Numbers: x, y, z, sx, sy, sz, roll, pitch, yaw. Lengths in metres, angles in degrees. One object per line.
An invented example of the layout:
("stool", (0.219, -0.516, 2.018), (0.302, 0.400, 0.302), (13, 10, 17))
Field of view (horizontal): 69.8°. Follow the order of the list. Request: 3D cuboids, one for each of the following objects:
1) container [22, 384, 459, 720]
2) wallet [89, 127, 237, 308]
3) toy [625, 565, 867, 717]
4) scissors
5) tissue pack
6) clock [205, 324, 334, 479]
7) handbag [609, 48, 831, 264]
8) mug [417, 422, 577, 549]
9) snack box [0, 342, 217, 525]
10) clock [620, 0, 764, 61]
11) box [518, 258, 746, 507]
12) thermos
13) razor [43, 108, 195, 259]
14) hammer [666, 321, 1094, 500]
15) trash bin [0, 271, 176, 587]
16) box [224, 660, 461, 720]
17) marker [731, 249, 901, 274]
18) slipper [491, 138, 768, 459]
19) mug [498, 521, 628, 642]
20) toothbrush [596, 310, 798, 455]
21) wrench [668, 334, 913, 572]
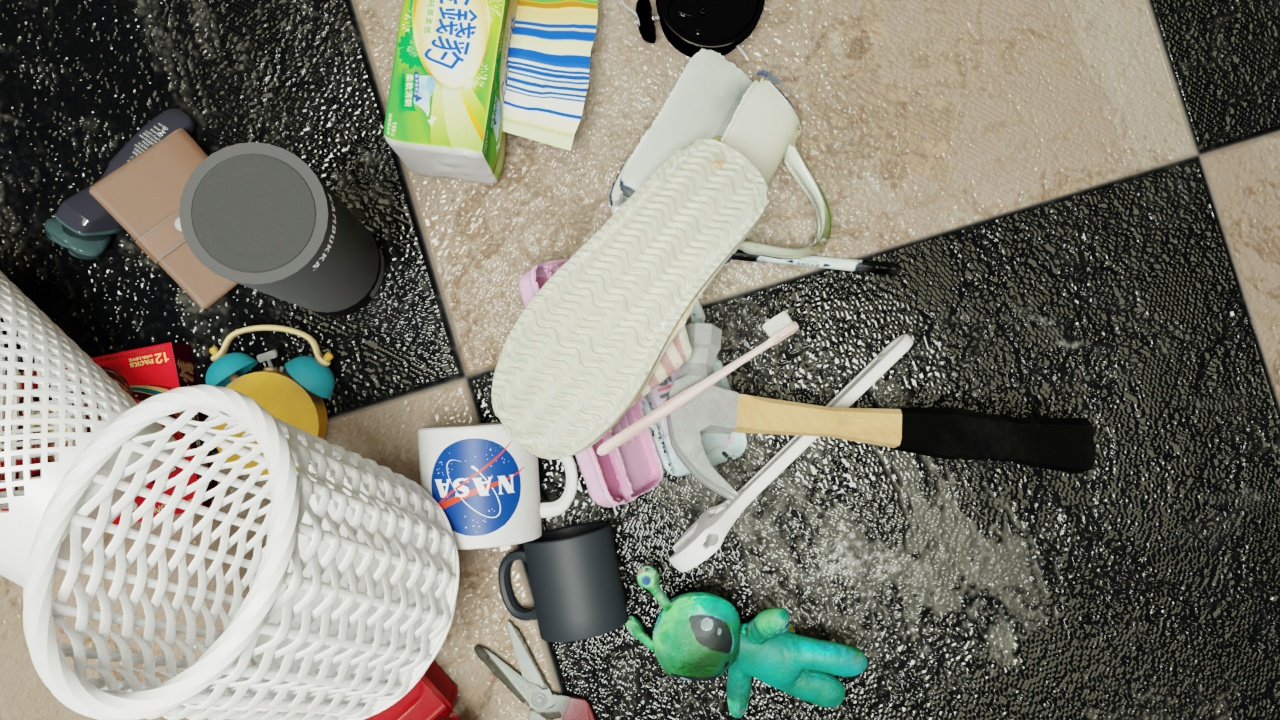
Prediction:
("container", (-0.244, 0.136, 0.594), (0.190, 0.187, 0.189), (-8, 65, 19))
("wallet", (-0.356, -0.112, 0.727), (0.087, 0.013, 0.121), (-45, 105, -21))
("toy", (0.080, 0.226, 0.736), (0.193, 0.072, 0.131), (17, 122, -3))
("scissors", (-0.058, 0.311, 0.751), (0.185, 0.015, 0.179), (8, 87, -2))
("tissue pack", (-0.109, -0.241, 0.723), (0.141, 0.120, 0.197), (8, 93, -2))
("clock", (-0.297, 0.036, 0.736), (0.099, 0.043, 0.129), (2, 95, -3))
("handbag", (0.083, -0.146, 0.739), (0.176, 0.074, 0.151), (32, 78, -7))
("mug", (-0.110, 0.094, 0.718), (0.121, 0.091, 0.090), (-3, 88, -4))
("snack box", (-0.429, 0.067, 0.729), (0.152, 0.036, 0.132), (-12, 89, -3))
("clock", (0.044, -0.301, 0.764), (0.120, 0.042, 0.091), (18, 87, -2))
("box", (-0.010, 0.007, 0.752), (0.153, 0.067, 0.201), (-18, 89, -31))
("thermos", (-0.238, -0.081, 0.645), (0.082, 0.240, 0.082), (0, 88, -8))
("razor", (-0.410, -0.144, 0.733), (0.047, 0.052, 0.142), (36, 81, 2))
("hammer", (0.184, 0.052, 0.712), (0.328, 0.039, 0.131), (5, 75, -1))
("trash bin", (-0.449, 0.042, 0.627), (0.199, 0.195, 0.195), (42, 86, -10))
("box", (-0.233, 0.280, 0.686), (0.156, 0.156, 0.170), (-42, 72, -5))
("marker", (0.146, -0.084, 0.778), (0.152, 0.011, 0.011), (5, 87, -3))
("slipper", (-0.005, -0.042, 0.677), (0.115, 0.052, 0.263), (38, 91, 5))
("mug", (-0.066, 0.177, 0.734), (0.105, 0.071, 0.077), (-11, 88, 23))
("toothbrush", (0.042, 0.017, 0.686), (0.181, 0.016, 0.018), (-34, 73, -9))
("wrench", (0.126, 0.072, 0.750), (0.273, 0.066, 0.018), (-43, 90, -8))
